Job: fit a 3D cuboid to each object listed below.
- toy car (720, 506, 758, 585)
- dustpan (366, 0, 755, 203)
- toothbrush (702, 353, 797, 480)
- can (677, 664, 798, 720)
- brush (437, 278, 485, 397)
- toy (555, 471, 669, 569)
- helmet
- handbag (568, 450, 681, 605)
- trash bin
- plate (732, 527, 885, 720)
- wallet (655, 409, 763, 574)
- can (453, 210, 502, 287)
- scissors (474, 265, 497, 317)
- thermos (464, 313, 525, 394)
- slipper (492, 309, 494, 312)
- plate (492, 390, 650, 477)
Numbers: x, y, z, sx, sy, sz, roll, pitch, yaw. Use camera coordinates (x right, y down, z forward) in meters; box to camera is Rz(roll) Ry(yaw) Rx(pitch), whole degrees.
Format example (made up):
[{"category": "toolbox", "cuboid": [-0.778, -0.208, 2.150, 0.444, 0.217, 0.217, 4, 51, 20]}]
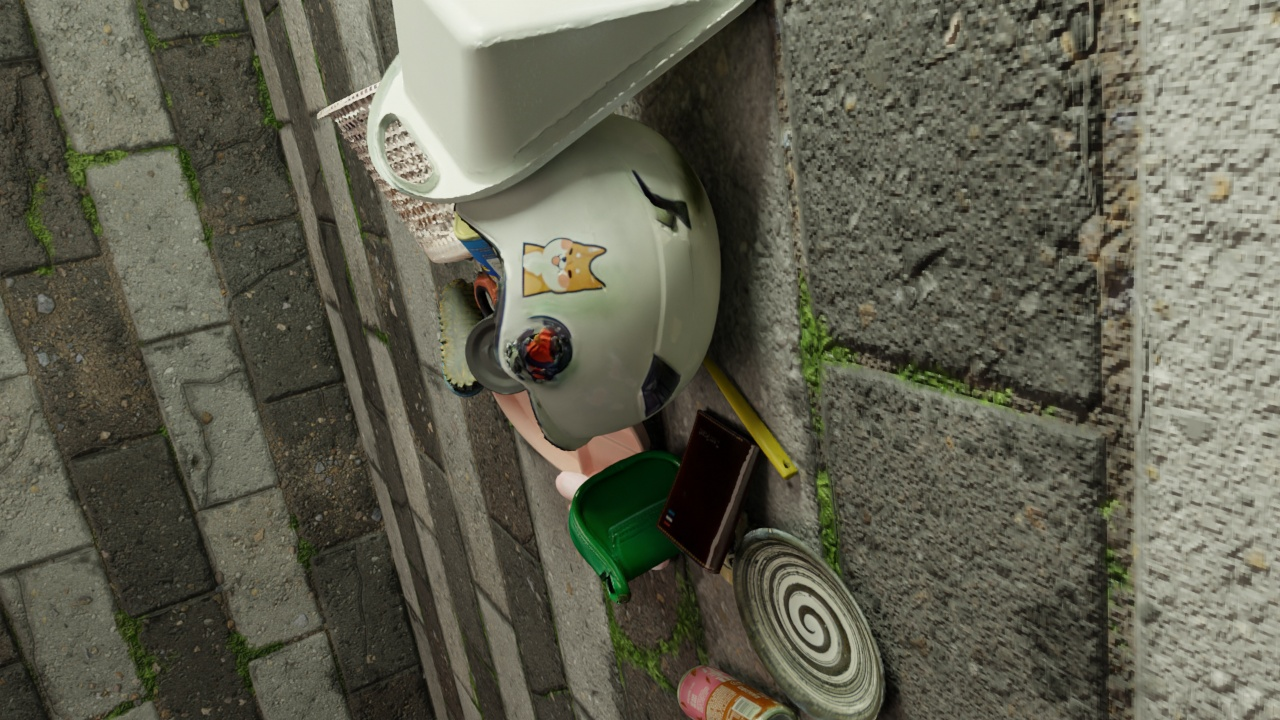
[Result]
[{"category": "toy car", "cuboid": [0.084, 0.170, 0.846, 0.042, 0.035, 0.090, 37, 140, 52]}, {"category": "dustpan", "cuboid": [-0.080, -0.228, 0.673, 0.222, 0.257, 0.143, 53, 154, 35]}, {"category": "toothbrush", "cuboid": [0.076, 0.029, 0.793, 0.190, 0.015, 0.017, 55, 154, 31]}, {"category": "can", "cuboid": [0.095, 0.350, 0.913, 0.147, 0.057, 0.058, -2, 104, 64]}, {"category": "brush", "cuboid": [-0.210, -0.022, 1.093, 0.074, 0.055, 0.143, 95, 167, -68]}, {"category": "toy", "cuboid": [-0.029, 0.172, 1.016, 0.160, 0.054, 0.121, 20, 142, 39]}, {"category": "helmet", "cuboid": [-0.014, -0.071, 0.724, 0.157, 0.229, 0.274, -10, 102, 21]}, {"category": "handbag", "cuboid": [0.001, 0.159, 0.897, 0.120, 0.131, 0.068, 56, 162, 22]}, {"category": "trash bin", "cuboid": [-0.196, -0.218, 0.980, 0.228, 0.227, 0.192, 14, 131, 61]}, {"category": "plate", "cuboid": [0.141, 0.221, 0.769, 0.179, 0.024, 0.180, 37, 138, 43]}, {"category": "wallet", "cuboid": [0.061, 0.115, 0.820, 0.096, 0.020, 0.122, 31, 105, 54]}, {"category": "can", "cuboid": [-0.114, -0.121, 0.788, 0.083, 0.057, 0.102, 53, -147, -53]}, {"category": "scissors", "cuboid": [-0.154, -0.023, 1.042, 0.203, 0.015, 0.204, -6, 120, 54]}, {"category": "thermos", "cuboid": [-0.100, -0.042, 0.867, 0.090, 0.242, 0.068, 32, 109, 0]}, {"category": "slipper", "cuboid": [-0.135, -0.003, 1.136, 0.245, 0.074, 0.104, 27, 130, 36]}, {"category": "plate", "cuboid": [-0.078, 0.059, 1.009, 0.229, 0.028, 0.230, 29, 148, 21]}]
